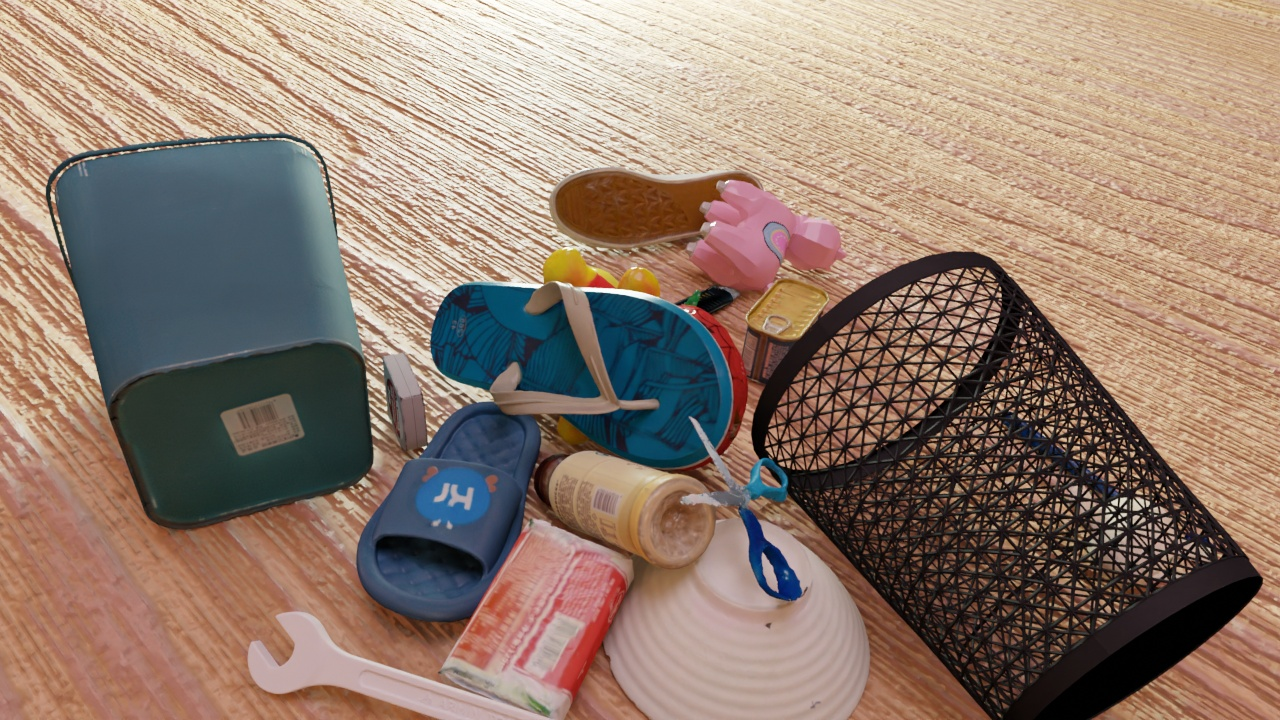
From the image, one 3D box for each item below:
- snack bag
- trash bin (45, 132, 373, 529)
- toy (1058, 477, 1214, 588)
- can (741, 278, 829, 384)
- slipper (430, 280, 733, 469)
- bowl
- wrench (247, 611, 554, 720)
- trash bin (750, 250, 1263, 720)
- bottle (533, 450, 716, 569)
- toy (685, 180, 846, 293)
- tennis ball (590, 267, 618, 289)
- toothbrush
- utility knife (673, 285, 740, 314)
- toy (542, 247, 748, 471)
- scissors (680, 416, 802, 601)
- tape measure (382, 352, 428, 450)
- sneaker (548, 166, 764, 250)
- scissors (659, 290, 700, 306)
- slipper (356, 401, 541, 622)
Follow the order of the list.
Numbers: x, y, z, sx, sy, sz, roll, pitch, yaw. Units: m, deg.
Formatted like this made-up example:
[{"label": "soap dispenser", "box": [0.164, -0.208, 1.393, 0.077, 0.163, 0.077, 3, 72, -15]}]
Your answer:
[{"label": "snack bag", "box": [-0.060, 0.160, 0.561, 0.077, 0.036, 0.115, 18, 53, 16]}, {"label": "trash bin", "box": [-0.297, -0.020, 0.663, 0.198, 0.197, 0.218, -13, 48, -23]}, {"label": "toy", "box": [0.357, 0.129, 0.674, 0.112, 0.050, 0.087, 25, 40, 27]}, {"label": "can", "box": [0.129, -0.025, 0.832, 0.054, 0.059, 0.099, 23, 40, 20]}, {"label": "slipper", "box": [-0.062, -0.007, 0.676, 0.295, 0.118, 0.060, 15, -7, 35]}, {"label": "bowl", "box": [0.066, 0.151, 0.583, 0.177, 0.071, 0.177, 4, 38, -4]}, {"label": "wrench", "box": [-0.099, 0.194, 0.512, 0.273, 0.009, 0.047, 12, 82, 14]}, {"label": "trash bin", "box": [0.227, 0.090, 0.588, 0.216, 0.217, 0.243, -13, 48, -24]}, {"label": "bottle", "box": [-0.018, 0.092, 0.608, 0.056, 0.056, 0.162, -19, 13, -30]}, {"label": "toy", "box": [0.133, -0.120, 0.946, 0.157, 0.067, 0.123, 24, 60, -10]}, {"label": "tennis ball", "box": [-0.047, -0.052, 0.834, 0.065, 0.065, 0.065, 4, 37, -3]}, {"label": "toothbrush", "box": [0.375, 0.098, 0.744, 0.016, 0.017, 0.190, -19, 44, -31]}, {"label": "utility knife", "box": [0.036, -0.041, 0.871, 0.173, 0.020, 0.029, -27, 69, -37]}, {"label": "toy", "box": [-0.004, 0.004, 0.726, 0.216, 0.148, 0.098, 31, 16, 31]}, {"label": "scissors", "box": [0.066, 0.088, 0.560, 0.127, 0.014, 0.133, 13, 44, -50]}, {"label": "tape measure", "box": [-0.179, 0.034, 0.705, 0.020, 0.060, 0.062, -13, 41, -24]}, {"label": "sneaker", "box": [0.015, -0.167, 1.002, 0.235, 0.087, 0.079, -5, 8, -13]}, {"label": "scissors", "box": [0.029, -0.028, 0.836, 0.127, 0.011, 0.125, -20, 59, -37]}, {"label": "slipper", "box": [-0.129, 0.091, 0.641, 0.104, 0.059, 0.213, 8, 35, 5]}]
